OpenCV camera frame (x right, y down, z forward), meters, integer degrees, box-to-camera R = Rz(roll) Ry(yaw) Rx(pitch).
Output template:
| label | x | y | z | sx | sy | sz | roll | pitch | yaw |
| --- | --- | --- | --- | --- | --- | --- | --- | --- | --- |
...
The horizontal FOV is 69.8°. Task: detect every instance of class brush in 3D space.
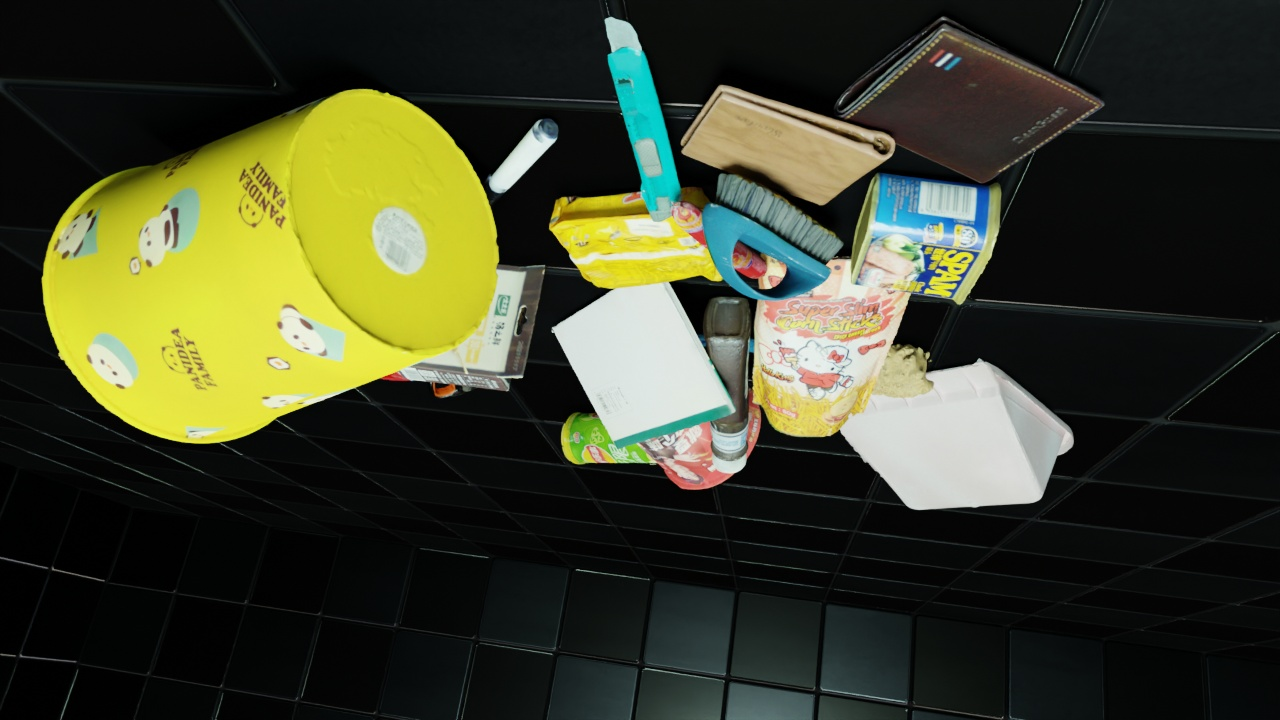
| label | x | y | z | sx | sy | sz | roll | pitch | yaw |
| --- | --- | --- | --- | --- | --- | --- | --- | --- | --- |
| brush | 0.091 | -0.080 | 0.657 | 0.055 | 0.073 | 0.143 | 29 | -174 | 38 |
| brush | 0.167 | -0.003 | 0.920 | 0.255 | 0.045 | 0.083 | 10 | 164 | 10 |

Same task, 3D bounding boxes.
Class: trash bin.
| label | x | y | z | sx | sy | sz | roll | pitch | yaw |
| --- | --- | --- | --- | --- | --- | --- | --- | --- | --- |
| trash bin | -0.259 | -0.069 | 0.680 | 0.256 | 0.229 | 0.229 | -12 | 151 | 33 |

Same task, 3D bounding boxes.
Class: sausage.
| label | x | y | z | sx | sy | sz | roll | pitch | yaw |
| --- | --- | --- | --- | --- | --- | --- | --- | --- | --- |
| sausage | 0.061 | -0.087 | 0.682 | 0.020 | 0.020 | 0.155 | -4 | 166 | 30 |

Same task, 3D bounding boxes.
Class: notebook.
| label | x | y | z | sx | sy | sz | roll | pitch | yaw |
| --- | --- | --- | --- | --- | --- | --- | --- | --- | --- |
| notebook | -0.005 | 0.005 | 0.893 | 0.012 | 0.150 | 0.210 | -30 | -177 | -34 |

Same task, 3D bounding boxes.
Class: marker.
| label | x | y | z | sx | sy | sz | roll | pitch | yaw |
| --- | --- | --- | --- | --- | --- | --- | --- | --- | --- |
| marker | -0.095 | -0.144 | 0.678 | 0.022 | 0.018 | 0.131 | 28 | 154 | -20 |

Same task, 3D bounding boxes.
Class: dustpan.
| label | x | y | z | sx | sy | sz | roll | pitch | yaw |
| --- | --- | --- | --- | --- | --- | --- | --- | --- | --- |
| dustpan | 0.362 | 0.069 | 1.059 | 0.223 | 0.138 | 0.273 | -10 | 124 | 44 |

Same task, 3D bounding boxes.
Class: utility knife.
| label | x | y | z | sx | sy | sz | roll | pitch | yaw |
| --- | --- | --- | --- | --- | --- | --- | --- | --- | --- |
| utility knife | 0.002 | -0.149 | 0.595 | 0.029 | 0.013 | 0.171 | -4 | 144 | 12 |

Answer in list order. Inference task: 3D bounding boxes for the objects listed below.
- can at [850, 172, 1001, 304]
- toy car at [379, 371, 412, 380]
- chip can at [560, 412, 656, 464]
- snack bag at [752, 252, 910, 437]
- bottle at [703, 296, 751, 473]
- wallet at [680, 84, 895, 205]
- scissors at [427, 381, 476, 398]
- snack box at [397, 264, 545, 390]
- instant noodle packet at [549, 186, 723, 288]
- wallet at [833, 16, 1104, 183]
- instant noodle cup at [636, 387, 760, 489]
| label | x | y | z | sx | sy | sz | roll | pitch | yaw |
| --- | --- | --- | --- | --- | --- | --- | --- | --- | --- |
| can | 0.198 | -0.086 | 0.652 | 0.083 | 0.057 | 0.102 | 9 | 159 | 7 |
| toy car | -0.276 | -0.001 | 1.096 | 0.121 | 0.045 | 0.053 | -6 | 156 | 29 |
| chip can | 0.005 | 0.101 | 1.203 | 0.222 | 0.072 | 0.072 | -4 | 156 | 30 |
| snack bag | 0.160 | -0.019 | 0.805 | 0.128 | 0.073 | 0.208 | 7 | 142 | 6 |
| bottle | 0.085 | 0.033 | 0.889 | 0.044 | 0.079 | 0.195 | 1 | 132 | 8 |
| wallet | 0.090 | -0.137 | 0.591 | 0.115 | 0.020 | 0.101 | 16 | 171 | -8 |
| scissors | -0.217 | -0.013 | 1.012 | 0.125 | 0.021 | 0.235 | -32 | 157 | 0 |
| snack box | -0.155 | -0.035 | 0.854 | 0.126 | 0.113 | 0.053 | 8 | 161 | 6 |
| instant noodle packet | 0.004 | -0.097 | 0.725 | 0.128 | 0.044 | 0.111 | -1 | 155 | 20 |
| wallet | 0.191 | -0.150 | 0.542 | 0.122 | 0.020 | 0.097 | 16 | 158 | -22 |
| instant noodle cup | 0.046 | 0.060 | 1.004 | 0.138 | 0.137 | 0.108 | -9 | 147 | 40 |
